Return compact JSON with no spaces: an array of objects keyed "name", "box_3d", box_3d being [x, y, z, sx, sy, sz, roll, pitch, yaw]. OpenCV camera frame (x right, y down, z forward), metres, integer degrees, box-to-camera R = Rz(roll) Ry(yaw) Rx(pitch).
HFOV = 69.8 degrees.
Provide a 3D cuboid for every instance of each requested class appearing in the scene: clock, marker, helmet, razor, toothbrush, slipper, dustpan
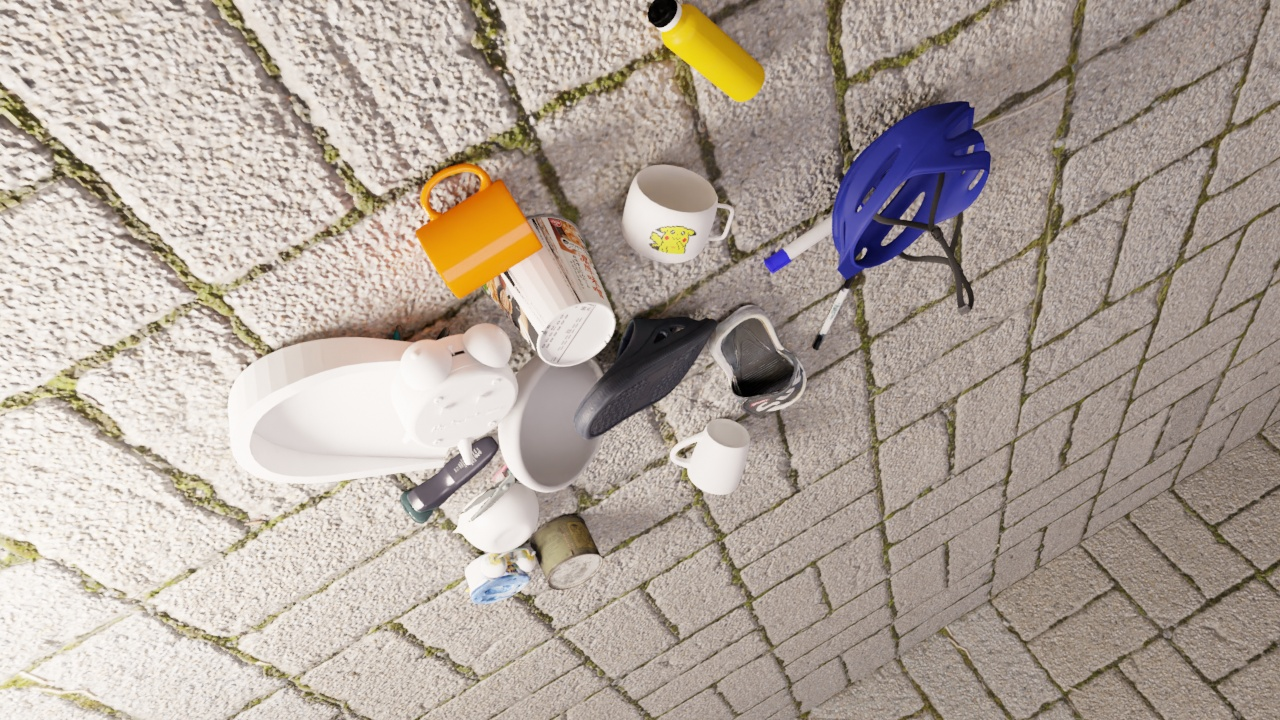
[{"name":"clock","box_3d":[-0.190,0.037,0.960,0.125,0.073,0.161,-18,146,-26]},{"name":"marker","box_3d":[0.221,-0.157,1.161,0.141,0.020,0.020,-34,143,2]},{"name":"marker","box_3d":[0.277,-0.072,1.306,0.011,0.011,0.152,-9,138,-29]},{"name":"helmet","box_3d":[0.337,-0.170,1.060,0.242,0.227,0.147,-45,150,11]},{"name":"clock","box_3d":[-0.203,0.308,1.338,0.088,0.052,0.126,3,140,-41]},{"name":"razor","box_3d":[-0.238,0.147,1.156,0.143,0.047,0.052,-40,167,5]},{"name":"toothbrush","box_3d":[-0.155,0.117,1.201,0.021,0.016,0.135,4,131,-51]},{"name":"slipper","box_3d":[-0.007,0.007,1.121,0.267,0.083,0.111,-33,157,-47]},{"name":"slipper","box_3d":[0.174,0.018,1.293,0.111,0.063,0.264,-35,141,3]},{"name":"dustpan","box_3d":[-0.300,0.064,0.983,0.257,0.053,0.192,6,132,-33]}]

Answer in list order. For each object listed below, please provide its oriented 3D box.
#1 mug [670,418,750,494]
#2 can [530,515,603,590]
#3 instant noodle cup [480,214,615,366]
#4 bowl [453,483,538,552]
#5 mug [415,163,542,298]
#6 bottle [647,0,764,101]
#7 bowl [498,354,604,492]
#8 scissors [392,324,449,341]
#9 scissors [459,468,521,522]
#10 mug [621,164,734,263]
[{"name":"mug","box_3d":[0.104,0.138,1.375,0.114,0.080,0.088,12,125,-5]},{"name":"can","box_3d":[-0.111,0.288,1.377,0.089,0.074,0.090,-19,142,-16]},{"name":"instant noodle cup","box_3d":[-0.090,-0.066,0.954,0.123,0.121,0.124,-20,141,-17]},{"name":"bowl","box_3d":[-0.189,0.227,1.271,0.114,0.050,0.115,-20,141,-17]},{"name":"mug","box_3d":[-0.163,-0.131,0.878,0.096,0.077,0.112,-32,115,-1]},{"name":"bottle","box_3d":[0.062,-0.297,0.870,0.143,0.043,0.043,21,118,-47]},{"name":"bowl","box_3d":[-0.114,0.065,1.103,0.176,0.066,0.177,-25,121,-50]},{"name":"scissors","box_3d":[-0.253,0.011,1.008,0.154,0.019,0.126,-32,140,6]},{"name":"scissors","box_3d":[-0.149,0.152,1.225,0.210,0.015,0.137,-45,152,7]},{"name":"mug","box_3d":[0.040,-0.152,0.968,0.115,0.094,0.068,7,133,-11]}]
